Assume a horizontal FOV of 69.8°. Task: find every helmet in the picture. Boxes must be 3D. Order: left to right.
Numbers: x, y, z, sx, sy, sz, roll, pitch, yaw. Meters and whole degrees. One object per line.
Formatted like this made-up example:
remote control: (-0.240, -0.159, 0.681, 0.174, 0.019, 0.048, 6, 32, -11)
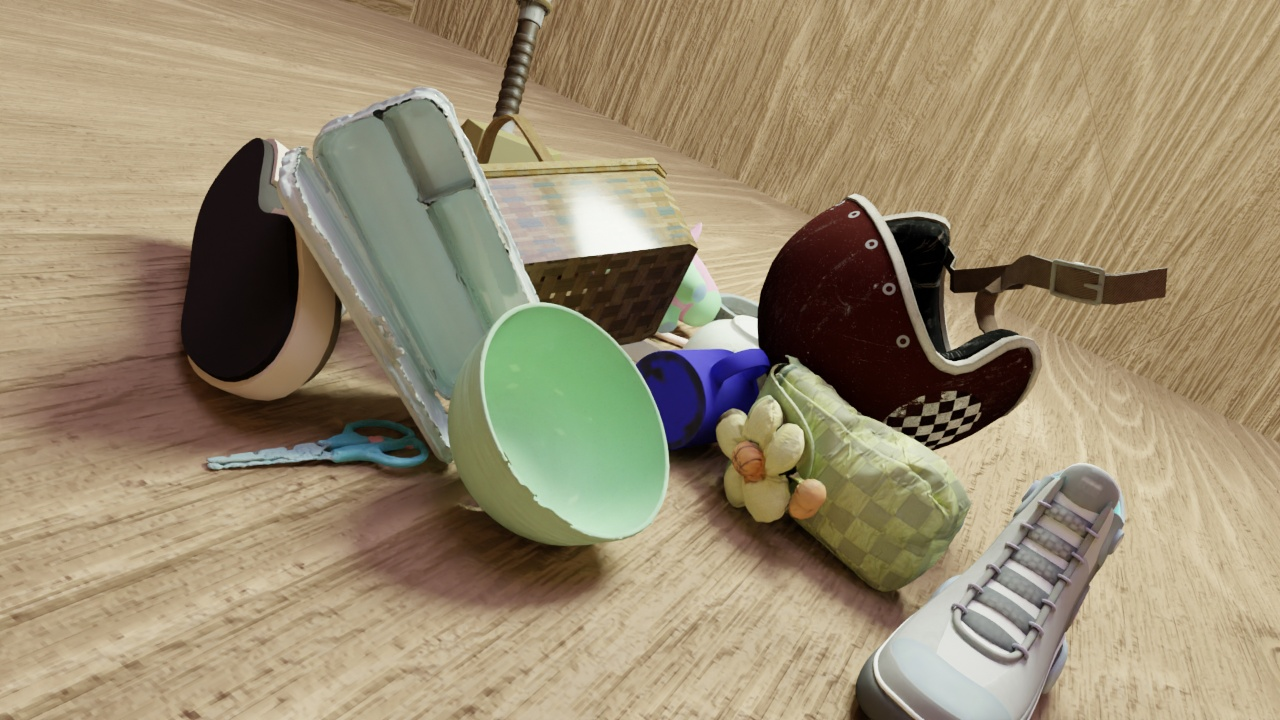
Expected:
helmet: (0.230, -0.030, 0.787, 0.253, 0.234, 0.233, -8, 42, -4)

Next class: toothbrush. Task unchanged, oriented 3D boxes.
toothbrush: (0.082, -0.010, 1.018, 0.181, 0.018, 0.015, 19, 12, -9)

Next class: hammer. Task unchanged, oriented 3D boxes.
hammer: (-0.138, -0.298, 0.997, 0.100, 0.324, 0.190, 16, -8, -23)

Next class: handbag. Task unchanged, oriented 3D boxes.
handbag: (0.136, 0.086, 0.673, 0.186, 0.113, 0.116, 37, 30, 31)

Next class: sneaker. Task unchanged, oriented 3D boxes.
sneaker: (-0.237, -0.049, 0.641, 0.116, 0.112, 0.293, 38, 7, -38)
sneaker: (0.229, 0.140, 0.556, 0.093, 0.161, 0.256, 34, 20, 28)

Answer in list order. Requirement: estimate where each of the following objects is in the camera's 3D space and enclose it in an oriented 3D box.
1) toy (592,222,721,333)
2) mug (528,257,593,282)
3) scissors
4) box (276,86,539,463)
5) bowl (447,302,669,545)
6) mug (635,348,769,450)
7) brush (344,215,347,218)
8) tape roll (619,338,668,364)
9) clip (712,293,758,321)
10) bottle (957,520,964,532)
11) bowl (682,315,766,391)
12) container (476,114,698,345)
toy: (0.007, -0.108, 1.012, 0.222, 0.120, 0.171, 32, 20, -36)
mug: (-0.077, -0.112, 1.031, 0.117, 0.082, 0.111, 45, 19, -13)
scissors: (-0.184, 0.053, 0.534, 0.136, 0.015, 0.055, -7, 34, -47)
box: (-0.125, -0.053, 0.575, 0.105, 0.211, 0.129, -24, 32, -1)
bowl: (-0.058, 0.047, 0.554, 0.151, 0.077, 0.150, 32, 42, -35)
mug: (0.054, 0.023, 0.748, 0.083, 0.111, 0.079, -3, 64, -53)
brush: (-0.219, -0.129, 0.915, 0.195, 0.059, 0.043, 25, 10, -2)
tape roll: (-0.005, 0.005, 0.847, 0.093, 0.030, 0.093, 21, 19, -8)
clip: (0.126, -0.050, 1.166, 0.168, 0.031, 0.164, 11, 20, -31)
bottle: (0.215, 0.119, 0.785, 0.130, 0.040, 0.040, 18, 19, -18)
bowl: (0.117, 0.005, 0.932, 0.153, 0.073, 0.153, 22, 20, -8)
container: (-0.096, -0.106, 0.787, 0.249, 0.158, 0.186, -12, 52, -39)
